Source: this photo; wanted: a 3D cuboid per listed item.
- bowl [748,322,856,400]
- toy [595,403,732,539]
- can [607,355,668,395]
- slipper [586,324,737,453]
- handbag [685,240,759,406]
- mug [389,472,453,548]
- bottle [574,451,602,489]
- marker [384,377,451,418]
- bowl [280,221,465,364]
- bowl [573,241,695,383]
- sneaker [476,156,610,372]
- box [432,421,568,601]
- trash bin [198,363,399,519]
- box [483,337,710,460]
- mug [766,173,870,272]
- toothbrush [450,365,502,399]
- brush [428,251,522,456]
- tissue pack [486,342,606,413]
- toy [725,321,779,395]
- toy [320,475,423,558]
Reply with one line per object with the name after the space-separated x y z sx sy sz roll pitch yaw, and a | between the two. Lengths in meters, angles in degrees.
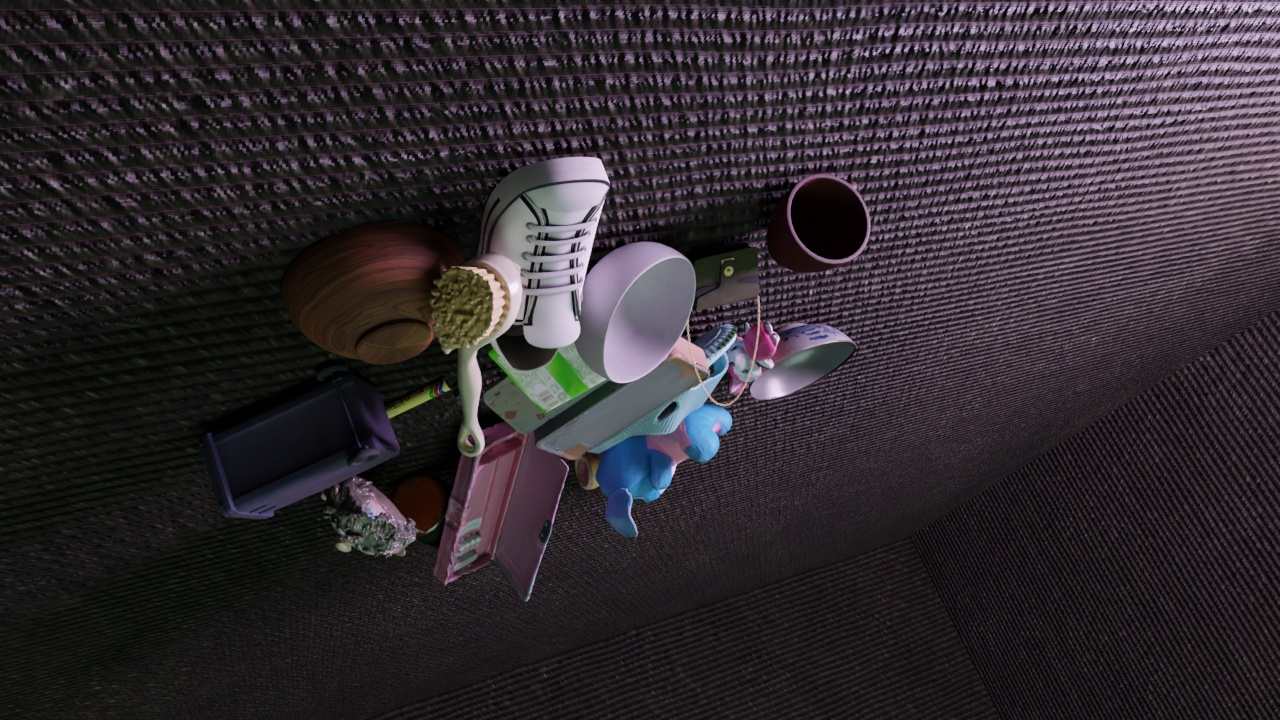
0.199 -0.009 1.184 0.150 0.056 0.151 -18 157 -8 | bowl
0.024 0.128 1.191 0.192 0.099 0.223 -31 -165 21 | toy
-0.006 0.006 1.049 0.043 0.044 0.107 -6 153 -34 | can
0.027 0.053 1.115 0.277 0.069 0.115 -39 -179 41 | slipper
0.087 -0.030 0.944 0.084 0.027 0.178 -14 120 -18 | handbag
-0.255 0.185 1.168 0.111 0.085 0.081 -26 156 5 | mug
-0.013 0.143 1.332 0.161 0.056 0.057 -10 155 -27 | bottle
-0.259 0.052 0.958 0.132 0.014 0.014 -25 157 7 | marker
-0.204 -0.039 0.735 0.147 0.068 0.147 -19 157 -8 | bowl
-0.014 -0.051 0.855 0.131 0.064 0.132 -37 145 -33 | bowl
-0.081 -0.063 0.757 0.091 0.097 0.246 -10 155 -27 | sneaker
-0.166 0.196 1.115 0.098 0.115 0.233 -20 138 -48 | box
-0.324 0.083 0.870 0.161 0.093 0.092 -24 167 1 | trash bin
-0.049 0.024 0.993 0.217 0.063 0.157 -33 121 27 | box
0.166 -0.130 0.881 0.113 0.087 0.088 -48 -174 -21 | mug
-0.120 -0.002 0.946 0.188 0.017 0.014 -25 158 19 | toothbrush
-0.143 0.011 0.779 0.077 0.062 0.273 -36 159 -31 | brush
-0.085 -0.005 0.915 0.100 0.034 0.114 -28 125 14 | tissue pack
0.124 -0.007 1.112 0.050 0.065 0.103 -6 154 -35 | toy
-0.336 0.192 1.096 0.076 0.132 0.176 -47 -175 -26 | toy
